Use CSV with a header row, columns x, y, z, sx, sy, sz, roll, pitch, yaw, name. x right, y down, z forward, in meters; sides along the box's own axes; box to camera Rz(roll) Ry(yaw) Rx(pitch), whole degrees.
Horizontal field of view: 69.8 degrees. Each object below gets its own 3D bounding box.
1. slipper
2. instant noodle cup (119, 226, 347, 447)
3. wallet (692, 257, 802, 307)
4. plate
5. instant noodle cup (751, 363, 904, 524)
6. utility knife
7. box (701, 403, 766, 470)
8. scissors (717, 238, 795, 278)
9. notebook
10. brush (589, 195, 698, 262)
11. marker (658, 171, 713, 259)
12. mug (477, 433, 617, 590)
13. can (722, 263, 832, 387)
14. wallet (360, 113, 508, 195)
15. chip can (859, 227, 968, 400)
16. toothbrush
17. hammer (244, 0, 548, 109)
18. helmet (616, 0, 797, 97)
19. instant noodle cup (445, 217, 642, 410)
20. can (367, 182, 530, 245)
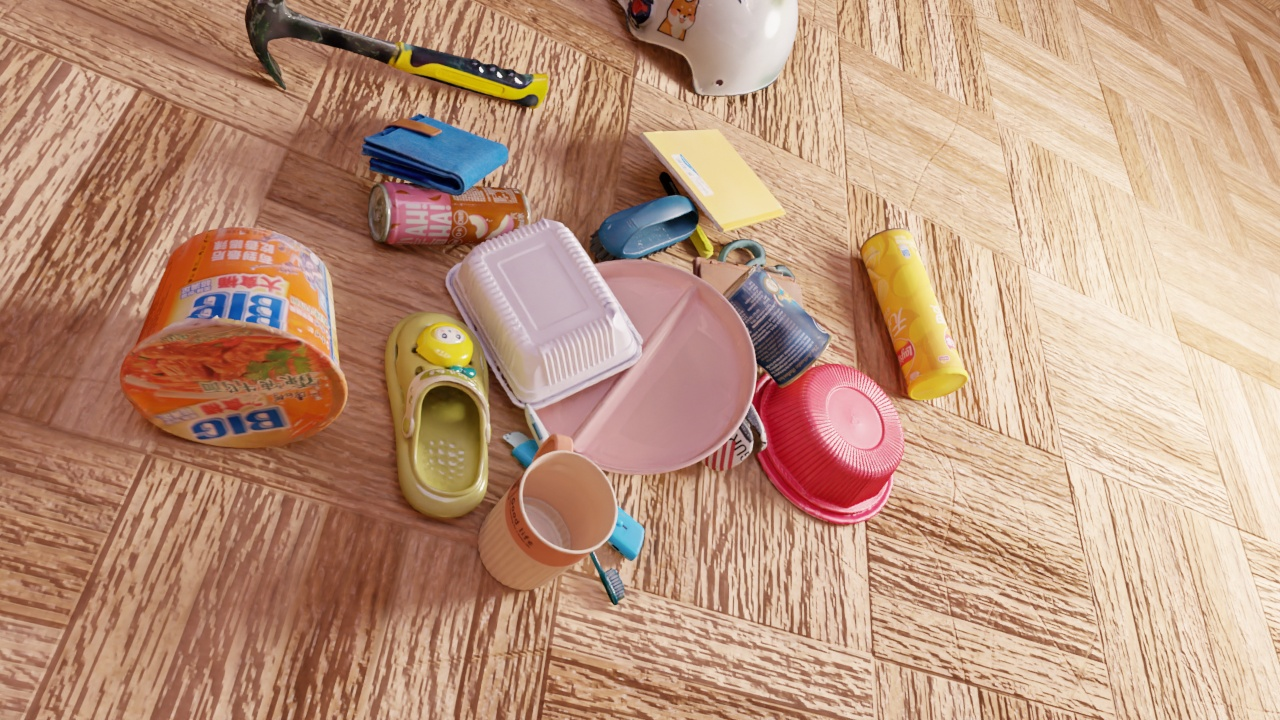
x,y,z,sx,sy,sz,roll,pitch,yaw,name
-0.160,0.035,0.772,0.091,0.082,0.190,7,60,-31,slipper
-0.297,-0.021,0.688,0.151,0.152,0.111,10,48,-26,instant noodle cup
0.119,-0.058,1.009,0.131,0.031,0.107,9,65,-24,wallet
-0.005,0.005,0.871,0.229,0.028,0.229,2,61,-4,plate
0.210,0.074,0.980,0.193,0.066,0.193,14,55,-22,instant noodle cup
-0.060,0.116,0.821,0.159,0.018,0.034,41,49,0,utility knife
0.056,0.035,0.922,0.087,0.076,0.163,-27,79,-17,box
0.107,-0.086,1.050,0.184,0.019,0.129,-29,80,-41,scissors
0.093,-0.219,1.091,0.146,0.010,0.205,52,31,7,notebook
0.013,-0.148,0.997,0.143,0.074,0.055,-26,82,-41,brush
0.053,-0.172,1.076,0.018,0.015,0.124,-10,65,-39,marker
-0.078,0.119,0.749,0.081,0.106,0.114,15,54,-23,mug
0.131,-0.037,0.945,0.111,0.076,0.075,44,48,-4,can
-0.197,-0.203,0.892,0.106,0.040,0.132,20,27,2,wallet
0.336,-0.059,1.137,0.072,0.072,0.213,6,58,-28,chip can
-0.058,0.123,0.801,0.018,0.016,0.191,-23,83,-21,toothbrush
-0.237,-0.309,0.941,0.322,0.126,0.032,3,52,-41,hammer
0.101,-0.493,1.217,0.274,0.157,0.229,49,48,5,helmet
-0.090,-0.055,0.846,0.137,0.060,0.173,-25,65,-17,instant noodle cup
-0.182,-0.140,0.885,0.147,0.058,0.058,-4,63,-33,can
